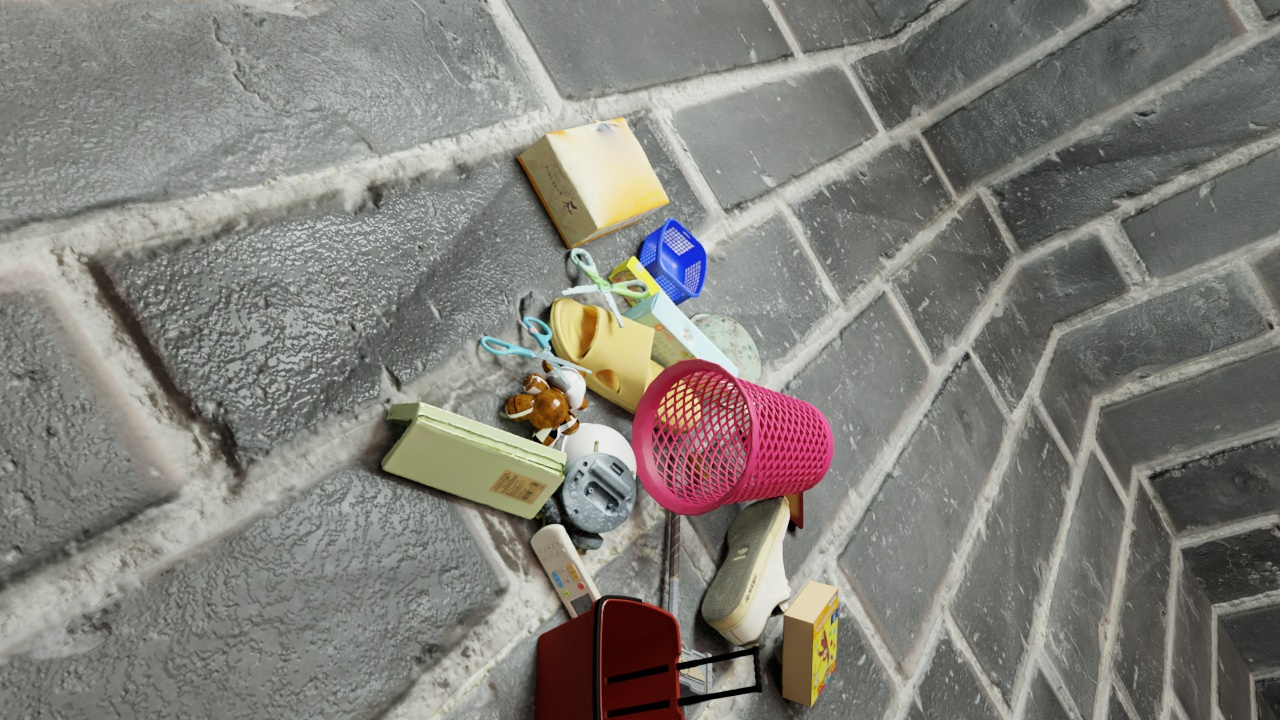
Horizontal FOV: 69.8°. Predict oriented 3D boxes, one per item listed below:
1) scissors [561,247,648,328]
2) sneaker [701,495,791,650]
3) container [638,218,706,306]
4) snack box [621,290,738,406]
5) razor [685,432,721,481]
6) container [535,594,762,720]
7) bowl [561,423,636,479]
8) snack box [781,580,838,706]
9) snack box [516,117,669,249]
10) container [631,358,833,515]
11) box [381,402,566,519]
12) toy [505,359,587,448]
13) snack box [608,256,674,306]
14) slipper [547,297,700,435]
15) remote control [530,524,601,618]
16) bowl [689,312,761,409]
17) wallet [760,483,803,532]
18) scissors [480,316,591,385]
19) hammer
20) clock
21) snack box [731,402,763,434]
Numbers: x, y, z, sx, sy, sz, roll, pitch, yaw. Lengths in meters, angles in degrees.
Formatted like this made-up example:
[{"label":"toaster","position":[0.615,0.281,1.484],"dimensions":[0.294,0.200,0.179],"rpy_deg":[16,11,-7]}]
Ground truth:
[{"label":"scissors","position":[-0.053,-0.097,1.188],"dimensions":[0.168,0.023,0.171],"rpy_deg":[49,30,20]},{"label":"sneaker","position":[0.161,0.274,1.191],"dimensions":[0.102,0.089,0.240],"rpy_deg":[50,40,-13]},{"label":"container","position":[0.043,-0.139,1.339],"dimensions":[0.096,0.058,0.114],"rpy_deg":[39,42,-27]},{"label":"snack box","position":[0.051,-0.011,1.254],"dimensions":[0.174,0.075,0.053],"rpy_deg":[43,40,-23]},{"label":"razor","position":[0.092,0.125,1.263],"dimensions":[0.042,0.026,0.105],"rpy_deg":[56,33,-4]},{"label":"container","position":[-0.002,0.307,0.887],"dimensions":[0.127,0.201,0.147],"rpy_deg":[27,49,-38]},{"label":"bowl","position":[-0.039,0.120,1.094],"dimensions":[0.110,0.041,0.109],"rpy_deg":[28,49,-37]},{"label":"snack box","position":[0.221,0.366,1.192],"dimensions":[0.088,0.040,0.126],"rpy_deg":[-30,123,-53]},{"label":"snack box","position":[-0.056,-0.256,1.278],"dimensions":[0.194,0.081,0.145],"rpy_deg":[-32,94,-53]},{"label":"container","position":[0.132,0.103,1.161],"dimensions":[0.225,0.184,0.183],"rpy_deg":[10,60,-47]},{"label":"box","position":[-0.165,0.093,0.941],"dimensions":[0.188,0.078,0.089],"rpy_deg":[27,49,-35]},{"label":"toy","position":[-0.098,0.043,1.063],"dimensions":[0.087,0.067,0.112],"rpy_deg":[51,29,-14]},{"label":"snack box","position":[0.019,-0.077,1.287],"dimensions":[0.148,0.040,0.028],"rpy_deg":[49,39,-16]},{"label":"slipper","position":[-0.007,0.007,1.175],"dimensions":[0.263,0.079,0.099],"rpy_deg":[37,46,-29]},{"label":"remote control","position":[-0.074,0.235,0.982],"dimensions":[0.125,0.038,0.018],"rpy_deg":[61,15,-1]},{"label":"bowl","position":[0.131,-0.007,1.375],"dimensions":[0.157,0.039,0.157],"rpy_deg":[28,49,-37]},{"label":"wallet","position":[0.214,0.188,1.370],"dimensions":[0.091,0.018,0.115],"rpy_deg":[41,40,-24]},{"label":"scissors","position":[-0.127,-0.012,1.059],"dimensions":[0.125,0.015,0.136],"rpy_deg":[-3,33,-34]},{"label":"hammer","position":[0.041,0.242,1.116],"dimensions":[0.098,0.044,0.321],"rpy_deg":[34,43,-32]},{"label":"clock","position":[-0.061,0.157,1.018],"dimensions":[0.090,0.052,0.129],"rpy_deg":[43,69,-16]},{"label":"snack box","position":[0.206,0.102,1.395],"dimensions":[0.149,0.026,0.082],"rpy_deg":[-3,59,-50]}]
